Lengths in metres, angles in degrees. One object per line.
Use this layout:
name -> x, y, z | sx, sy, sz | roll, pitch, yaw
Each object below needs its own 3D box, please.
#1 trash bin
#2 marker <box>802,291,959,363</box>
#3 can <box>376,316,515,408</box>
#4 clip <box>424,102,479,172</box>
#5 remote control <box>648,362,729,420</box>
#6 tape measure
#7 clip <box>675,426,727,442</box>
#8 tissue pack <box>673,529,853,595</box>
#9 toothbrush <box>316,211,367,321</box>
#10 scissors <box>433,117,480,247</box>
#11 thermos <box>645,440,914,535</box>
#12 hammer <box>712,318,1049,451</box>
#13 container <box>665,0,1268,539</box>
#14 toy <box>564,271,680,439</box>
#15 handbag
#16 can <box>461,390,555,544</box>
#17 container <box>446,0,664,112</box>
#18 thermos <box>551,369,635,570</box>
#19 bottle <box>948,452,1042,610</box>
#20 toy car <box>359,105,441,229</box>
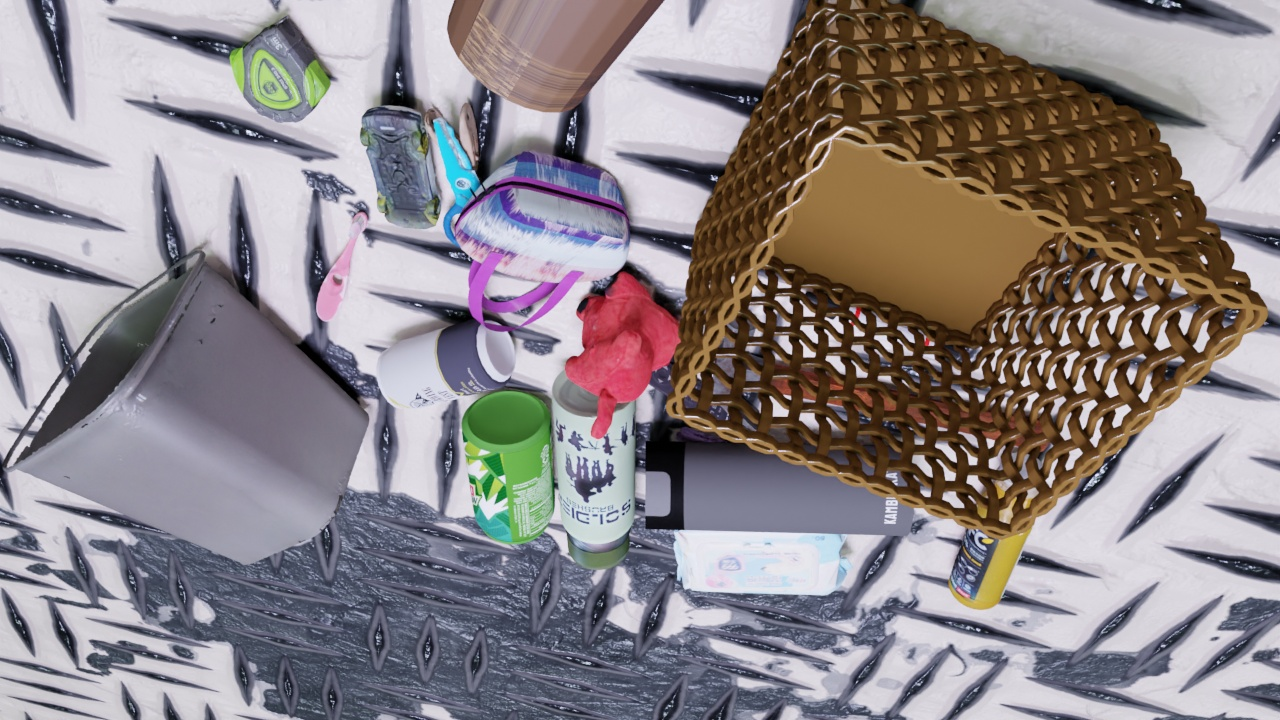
trash bin -> -0.393, 0.059, 0.840 | 0.198, 0.197, 0.220 | -24, 129, 28
marker -> 0.193, -0.030, 0.755 | 0.145, 0.019, 0.019 | 20, 132, -7
can -> -0.179, 0.005, 0.825 | 0.127, 0.064, 0.064 | -15, 127, 22
clip -> -0.133, -0.168, 0.693 | 0.039, 0.024, 0.060 | -14, 137, 25
remote control -> 0.027, 0.021, 0.824 | 0.136, 0.032, 0.015 | 32, 148, -15
tape measure -> -0.263, -0.209, 0.672 | 0.059, 0.035, 0.066 | -20, 122, 14
clip -> 0.063, 0.077, 0.879 | 0.041, 0.014, 0.052 | -28, 123, 30
tissue pack -> 0.124, 0.184, 0.924 | 0.182, 0.069, 0.112 | 0, 130, 10
toothbrush -> -0.262, -0.077, 0.800 | 0.021, 0.016, 0.135 | 26, 130, -12
scissors -> -0.134, -0.134, 0.710 | 0.066, 0.015, 0.135 | -5, 146, 7
thermos -> 0.121, 0.117, 0.846 | 0.240, 0.082, 0.082 | 1, 131, 5
hammer -> 0.210, 0.036, 0.806 | 0.300, 0.028, 0.111 | 12, 131, 0
container -> 0.181, -0.066, 0.595 | 0.251, 0.213, 0.220 | 21, 131, -8
toy -> -0.005, 0.004, 0.757 | 0.094, 0.132, 0.088 | 28, 150, -31
handbag -> -0.089, -0.080, 0.735 | 0.144, 0.068, 0.170 | 11, 144, -26
can -> -0.126, 0.106, 0.892 | 0.083, 0.082, 0.144 | 6, 132, 5
container -> -0.037, -0.244, 0.544 | 0.132, 0.131, 0.168 | 29, 135, -15
thermos -> -0.045, 0.109, 0.887 | 0.082, 0.082, 0.232 | 6, 132, 6
bottle -> 0.341, 0.165, 0.877 | 0.053, 0.053, 0.186 | 5, 132, 6
toy car -> -0.183, -0.150, 0.710 | 0.048, 0.033, 0.106 | 5, 136, 4
